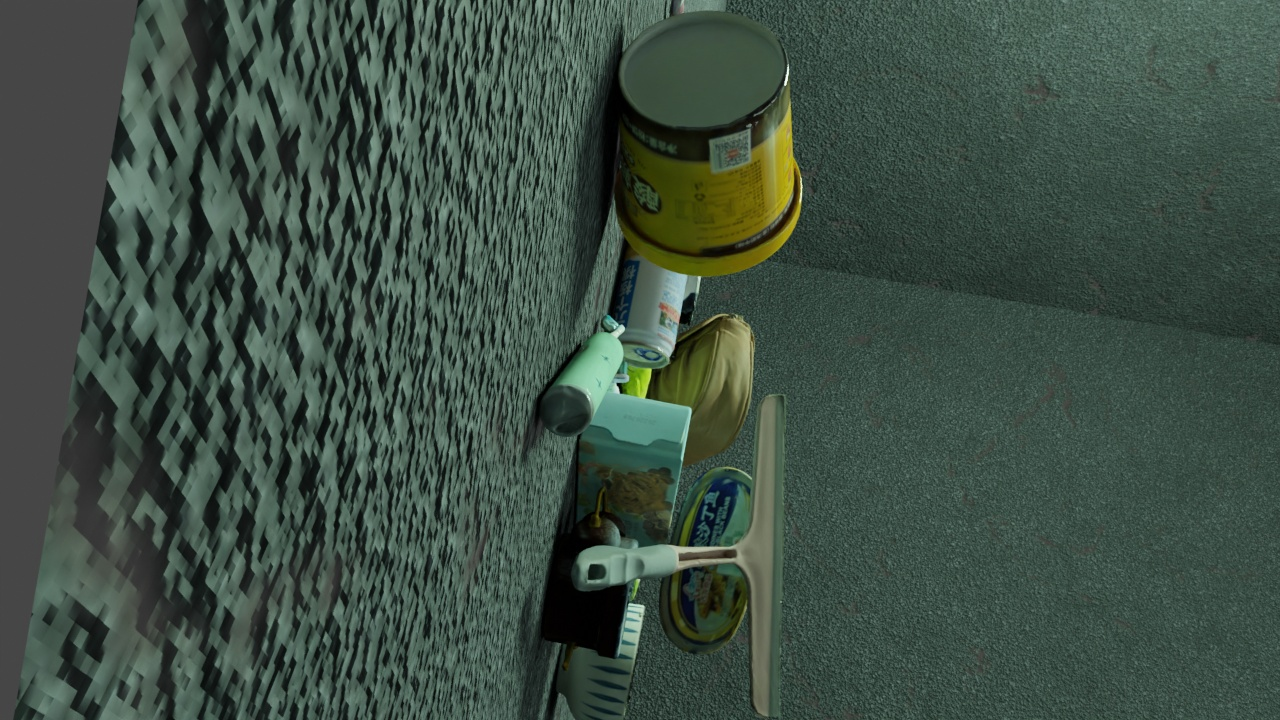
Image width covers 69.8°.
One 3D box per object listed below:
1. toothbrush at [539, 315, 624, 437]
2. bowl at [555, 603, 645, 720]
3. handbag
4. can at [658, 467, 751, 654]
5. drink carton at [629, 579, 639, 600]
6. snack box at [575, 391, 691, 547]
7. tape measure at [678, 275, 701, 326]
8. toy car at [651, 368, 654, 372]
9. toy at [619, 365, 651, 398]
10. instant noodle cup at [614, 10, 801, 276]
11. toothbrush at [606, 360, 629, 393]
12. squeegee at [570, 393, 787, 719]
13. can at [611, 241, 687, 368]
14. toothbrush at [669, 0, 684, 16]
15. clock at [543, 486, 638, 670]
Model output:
[{"bbox_3d":[-0.025,0.001,0.535,0.026,0.027,0.224,-44,-175,12],"label":"toothbrush"},{"bbox_3d":[-0.038,0.272,0.820,0.116,0.066,0.116,15,86,-87],"label":"bowl"},{"bbox_3d":[0.041,0.035,0.972,0.205,0.099,0.147,-33,-144,61],"label":"handbag"},{"bbox_3d":[0.057,0.159,0.732,0.049,0.075,0.148,73,32,-74],"label":"can"},{"bbox_3d":[-0.014,0.169,0.899,0.053,0.045,0.123,-68,165,-66],"label":"drink carton"},{"bbox_3d":[-0.009,0.098,0.707,0.175,0.074,0.051,96,5,-49],"label":"snack box"},{"bbox_3d":[0.020,-0.068,0.793,0.034,0.066,0.066,104,-1,-70],"label":"tape measure"},{"bbox_3d":[0.009,-0.036,0.923,0.056,0.037,0.123,-78,-175,-52],"label":"toy car"},{"bbox_3d":[-0.005,0.005,0.835,0.100,0.031,0.097,-95,-173,-72],"label":"toy"},{"bbox_3d":[0.038,-0.129,0.541,0.114,0.118,0.118,80,19,-60],"label":"instant noodle cup"},{"bbox_3d":[-0.022,0.027,0.782,0.021,0.029,0.189,-38,170,-10],"label":"toothbrush"},{"bbox_3d":[0.025,0.135,0.623,0.249,0.040,0.247,12,79,-54],"label":"squeegee"},{"bbox_3d":[0.010,-0.064,0.738,0.053,0.053,0.134,92,9,-70],"label":"can"},{"bbox_3d":[0.027,-0.281,0.738,0.188,0.016,0.017,94,16,-68],"label":"toothbrush"},{"bbox_3d":[-0.032,0.149,0.639,0.082,0.055,0.122,41,58,-85],"label":"clock"}]
